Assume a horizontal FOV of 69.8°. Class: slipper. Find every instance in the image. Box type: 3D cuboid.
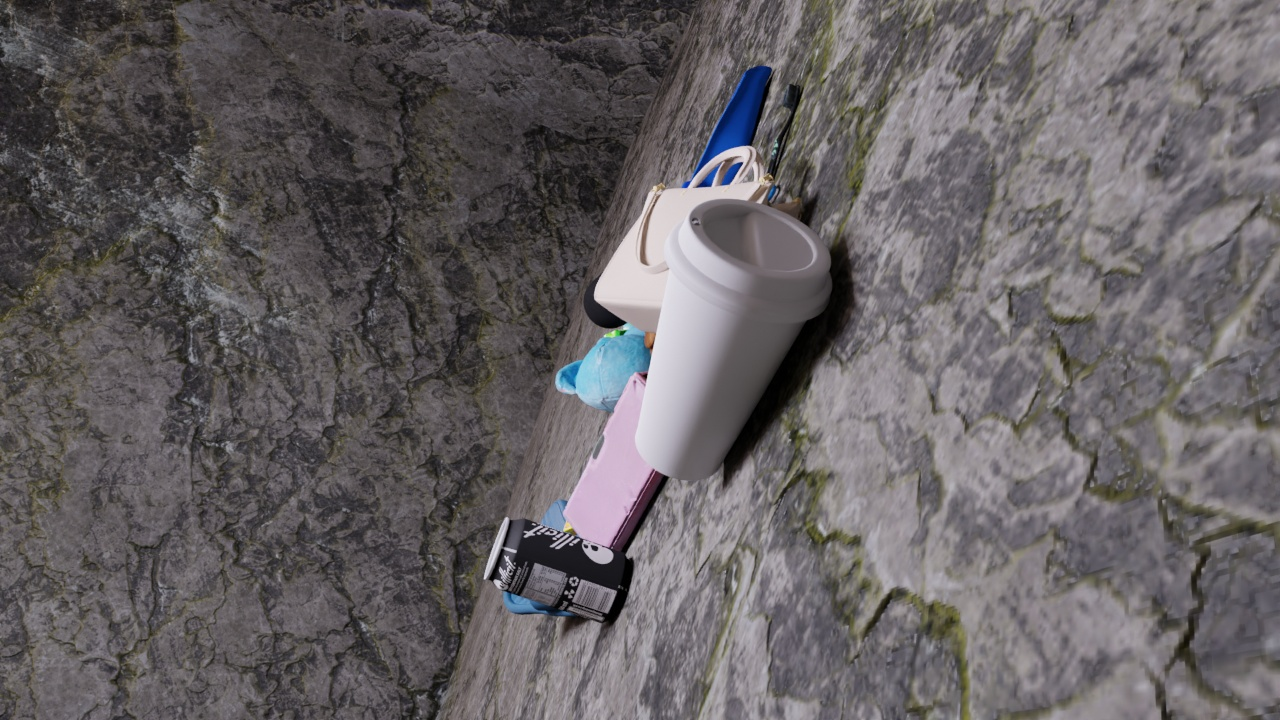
[{"bbox_3d":[-0.116,0.274,1.175,0.214,0.059,0.103,-22,49,46],"label":"slipper"},{"bbox_3d":[-0.100,0.269,1.280,0.104,0.059,0.213,-57,24,15],"label":"slipper"}]

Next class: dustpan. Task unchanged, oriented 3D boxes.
[{"bbox_3d":[0.095,-0.250,1.288,0.246,0.059,0.257,123,164,-54],"label":"dustpan"}]

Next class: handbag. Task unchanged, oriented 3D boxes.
[{"bbox_3d":[0.068,-0.124,0.896,0.195,0.101,0.197,9,71,52],"label":"handbag"}]

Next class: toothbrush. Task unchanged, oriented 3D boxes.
[{"bbox_3d":[0.150,-0.230,1.036,0.014,0.017,0.187,152,137,-74],"label":"toothbrush"}]

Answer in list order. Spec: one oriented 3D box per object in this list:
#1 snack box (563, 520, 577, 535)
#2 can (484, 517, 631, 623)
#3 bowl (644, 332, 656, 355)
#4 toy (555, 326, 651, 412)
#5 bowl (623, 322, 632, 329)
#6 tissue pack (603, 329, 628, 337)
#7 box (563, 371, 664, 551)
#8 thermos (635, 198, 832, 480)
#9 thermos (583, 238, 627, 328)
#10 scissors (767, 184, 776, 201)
[{"bbox_3d":[-0.048,0.176,1.177,0.153,0.025,0.075,-34,34,55],"label":"snack box"},{"bbox_3d":[-0.090,0.229,1.004,0.080,0.146,0.080,-161,91,-81],"label":"can"},{"bbox_3d":[0.044,-0.035,1.001,0.147,0.069,0.147,-166,91,-79],"label":"bowl"},{"bbox_3d":[-0.007,0.007,1.160,0.180,0.184,0.115,-47,-55,-51],"label":"toy"},{"bbox_3d":[0.007,-0.049,1.333,0.121,0.046,0.121,-179,91,-80],"label":"bowl"},{"bbox_3d":[-0.034,0.007,1.326,0.114,0.034,0.099,168,105,-78],"label":"tissue pack"},{"bbox_3d":[-0.019,0.125,1.039,0.098,0.041,0.233,52,130,33],"label":"box"},{"bbox_3d":[0.062,-0.008,0.748,0.131,0.131,0.222,-81,7,-53],"label":"thermos"},{"bbox_3d":[-0.009,-0.095,1.162,0.219,0.106,0.105,-24,46,69],"label":"thermos"},{"bbox_3d":[0.115,-0.142,1.020,0.126,0.016,0.125,-49,24,49],"label":"scissors"}]
